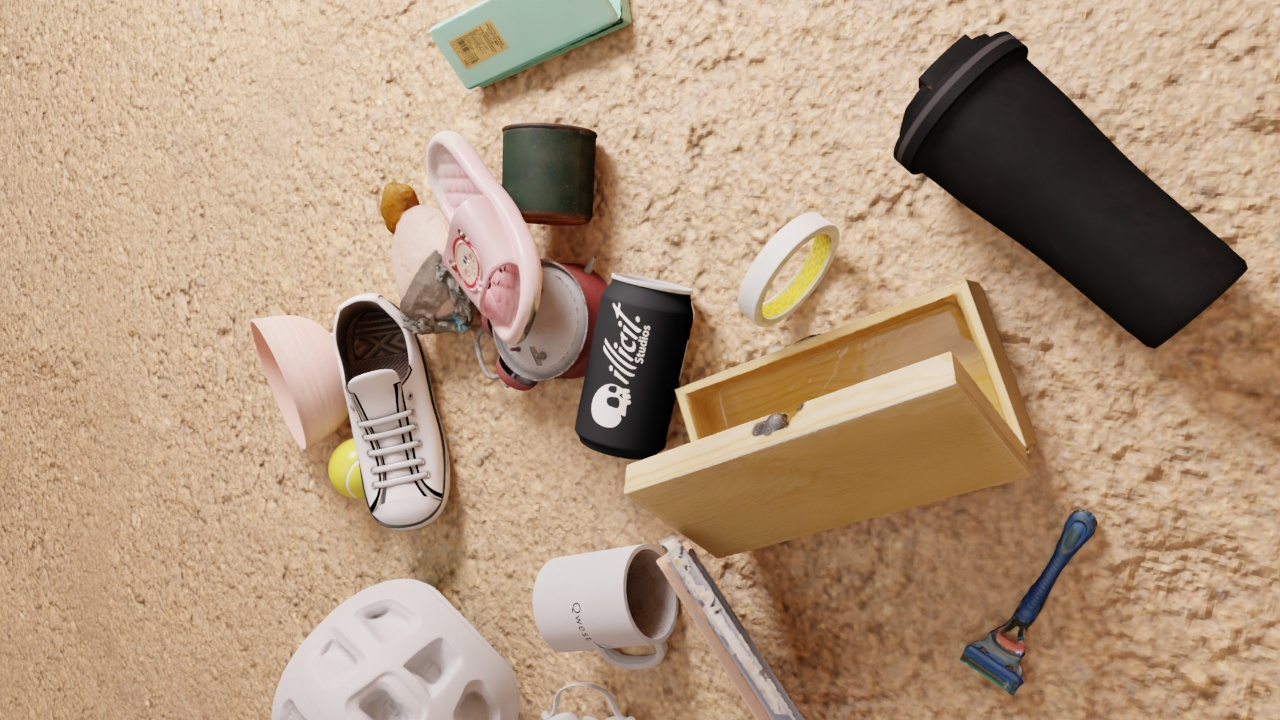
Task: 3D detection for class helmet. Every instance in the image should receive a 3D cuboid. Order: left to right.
[{"bbox_3d":[-0.255,0.351,0.899,0.224,0.183,0.283,52,143,5],"label":"helmet"}]

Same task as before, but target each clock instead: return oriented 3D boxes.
[{"bbox_3d":[-0.099,-0.029,0.849,0.157,0.061,0.110,-24,79,31],"label":"clock"},{"bbox_3d":[-0.046,0.372,0.827,0.120,0.061,0.159,-10,87,32],"label":"clock"}]

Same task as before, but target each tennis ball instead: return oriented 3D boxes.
[{"bbox_3d":[-0.298,0.114,0.976,0.065,0.065,0.065,1,92,32],"label":"tennis ball"}]

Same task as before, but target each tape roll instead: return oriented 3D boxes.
[{"bbox_3d":[0.112,-0.067,0.694,0.019,0.093,0.094,43,112,25],"label":"tape roll"}]

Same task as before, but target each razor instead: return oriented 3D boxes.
[{"bbox_3d":[0.278,0.165,0.641,0.044,0.018,0.141,33,105,28],"label":"razor"}]

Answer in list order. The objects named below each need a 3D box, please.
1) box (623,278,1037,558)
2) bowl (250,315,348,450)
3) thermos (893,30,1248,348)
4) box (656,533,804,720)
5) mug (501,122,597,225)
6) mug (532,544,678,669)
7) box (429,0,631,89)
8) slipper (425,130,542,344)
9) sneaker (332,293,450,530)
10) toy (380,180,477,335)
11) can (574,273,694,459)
[{"bbox_3d":[0.138,0.057,0.666,0.249,0.184,0.142,-23,100,32],"label":"box"},{"bbox_3d":[-0.356,0.014,0.991,0.153,0.076,0.153,42,144,40],"label":"bowl"},{"bbox_3d":[0.272,-0.109,0.593,0.218,0.105,0.106,48,114,17],"label":"thermos"},{"bbox_3d":[0.080,0.232,0.696,0.043,0.151,0.216,-34,71,-1],"label":"box"},{"bbox_3d":[-0.089,-0.166,0.834,0.111,0.084,0.081,12,101,63],"label":"mug"},{"bbox_3d":[-0.022,0.223,0.804,0.097,0.082,0.119,-16,112,32],"label":"mug"},{"bbox_3d":[-0.108,-0.311,0.836,0.189,0.079,0.077,-9,87,32],"label":"box"},{"bbox_3d":[-0.143,-0.107,0.798,0.221,0.055,0.107,61,146,25],"label":"slipper"},{"bbox_3d":[-0.251,0.045,0.909,0.091,0.097,0.245,-11,80,-4],"label":"sneaker"},{"bbox_3d":[-0.208,-0.102,0.910,0.133,0.076,0.176,-41,71,42],"label":"toy"},{"bbox_3d":[-0.005,0.005,0.778,0.080,0.080,0.146,17,100,31],"label":"can"}]
